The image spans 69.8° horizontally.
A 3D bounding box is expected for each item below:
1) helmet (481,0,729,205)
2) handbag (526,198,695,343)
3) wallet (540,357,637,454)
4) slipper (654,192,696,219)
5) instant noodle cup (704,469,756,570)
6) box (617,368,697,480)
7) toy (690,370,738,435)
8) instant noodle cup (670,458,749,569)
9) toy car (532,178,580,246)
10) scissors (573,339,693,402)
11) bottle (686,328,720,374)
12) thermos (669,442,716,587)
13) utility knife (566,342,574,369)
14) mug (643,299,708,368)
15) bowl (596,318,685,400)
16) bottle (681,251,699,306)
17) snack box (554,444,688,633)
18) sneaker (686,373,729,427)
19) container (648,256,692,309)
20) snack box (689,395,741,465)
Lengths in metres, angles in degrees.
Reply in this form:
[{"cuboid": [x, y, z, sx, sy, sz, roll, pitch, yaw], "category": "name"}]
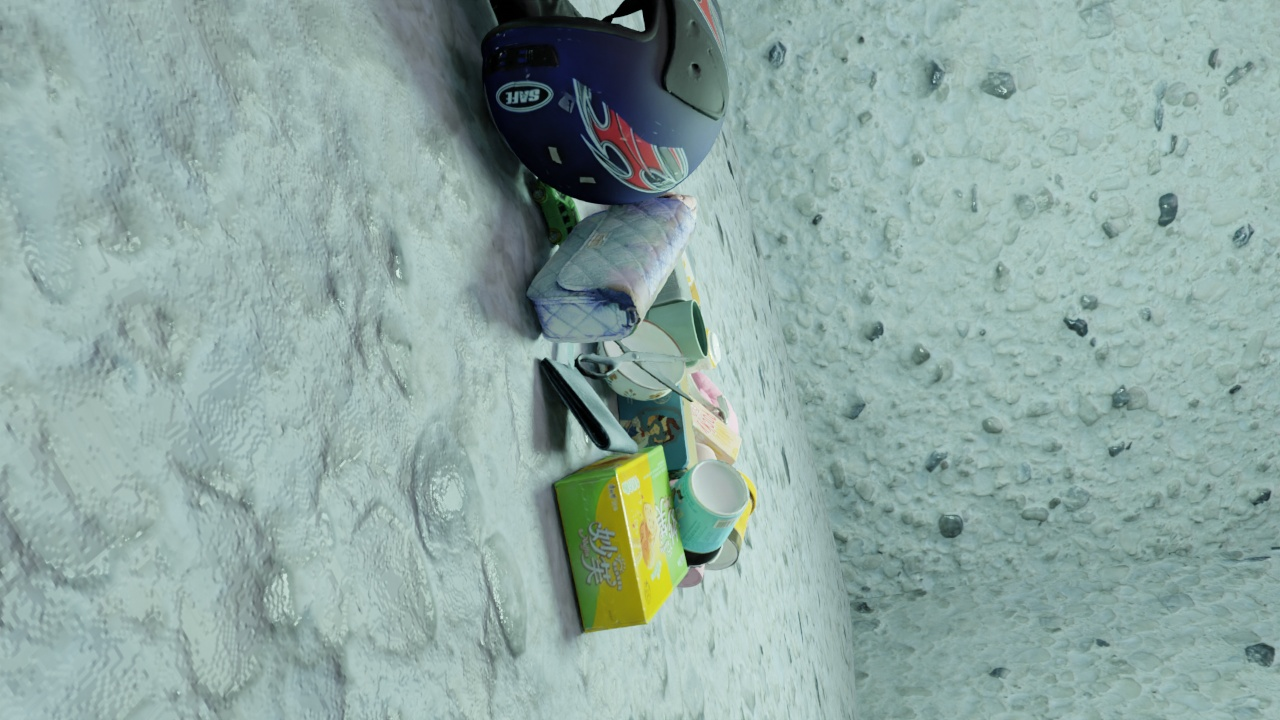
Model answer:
[{"cuboid": [-0.048, -0.299, 0.938, 0.315, 0.248, 0.240, 43, 58, -46], "category": "helmet"}, {"cuboid": [-0.030, -0.100, 0.979, 0.193, 0.134, 0.076, -62, 143, -46], "category": "handbag"}, {"cuboid": [-0.054, 0.049, 0.970, 0.121, 0.019, 0.097, 52, 7, 16], "category": "wallet"}, {"cuboid": [0.014, -0.214, 1.343, 0.273, 0.114, 0.054, -40, 119, -67], "category": "slipper"}, {"cuboid": [0.104, 0.231, 1.330, 0.114, 0.119, 0.118, -74, 149, -47], "category": "instant noodle cup"}, {"cuboid": [0.020, 0.065, 1.189, 0.060, 0.090, 0.184, 40, 38, -65], "category": "box"}, {"cuboid": [0.123, 0.092, 1.582, 0.194, 0.075, 0.178, 19, 50, -77], "category": "toy"}, {"cuboid": [0.073, 0.181, 1.125, 0.121, 0.111, 0.111, 119, -22, -48], "category": "instant noodle cup"}, {"cuboid": [-0.094, -0.171, 1.052, 0.043, 0.036, 0.091, -75, 146, -57], "category": "toy car"}, {"cuboid": [-0.010, -0.004, 1.091, 0.181, 0.014, 0.159, 45, 42, 7], "category": "scissors"}, {"cuboid": [0.061, -0.010, 1.351, 0.063, 0.108, 0.063, -10, 89, -76], "category": "bottle"}, {"cuboid": [0.054, 0.203, 1.236, 0.067, 0.087, 0.198, 63, 28, -42], "category": "thermos"}, {"cuboid": [-0.078, -0.076, 1.059, 0.029, 0.013, 0.216, 53, 27, -46], "category": "utility knife"}, {"cuboid": [0.037, -0.025, 1.276, 0.112, 0.106, 0.082, 61, 22, -47], "category": "mug"}, {"cuboid": [-0.007, 0.007, 1.141, 0.062, 0.113, 0.113, 125, -24, -43], "category": "bowl"}, {"cuboid": [0.053, -0.129, 1.496, 0.067, 0.068, 0.190, -83, 156, -51], "category": "bottle"}, {"cuboid": [-0.015, 0.185, 0.998, 0.209, 0.070, 0.157, -9, 87, -75], "category": "snack box"}, {"cuboid": [0.097, 0.113, 1.433, 0.118, 0.088, 0.241, -36, 112, -74], "category": "sneaker"}, {"cuboid": [0.022, -0.114, 1.335, 0.090, 0.090, 0.114, 44, 33, -65], "category": "container"}, {"cuboid": [0.078, 0.088, 1.336, 0.157, 0.026, 0.084, 39, 21, -3], "category": "snack box"}]
